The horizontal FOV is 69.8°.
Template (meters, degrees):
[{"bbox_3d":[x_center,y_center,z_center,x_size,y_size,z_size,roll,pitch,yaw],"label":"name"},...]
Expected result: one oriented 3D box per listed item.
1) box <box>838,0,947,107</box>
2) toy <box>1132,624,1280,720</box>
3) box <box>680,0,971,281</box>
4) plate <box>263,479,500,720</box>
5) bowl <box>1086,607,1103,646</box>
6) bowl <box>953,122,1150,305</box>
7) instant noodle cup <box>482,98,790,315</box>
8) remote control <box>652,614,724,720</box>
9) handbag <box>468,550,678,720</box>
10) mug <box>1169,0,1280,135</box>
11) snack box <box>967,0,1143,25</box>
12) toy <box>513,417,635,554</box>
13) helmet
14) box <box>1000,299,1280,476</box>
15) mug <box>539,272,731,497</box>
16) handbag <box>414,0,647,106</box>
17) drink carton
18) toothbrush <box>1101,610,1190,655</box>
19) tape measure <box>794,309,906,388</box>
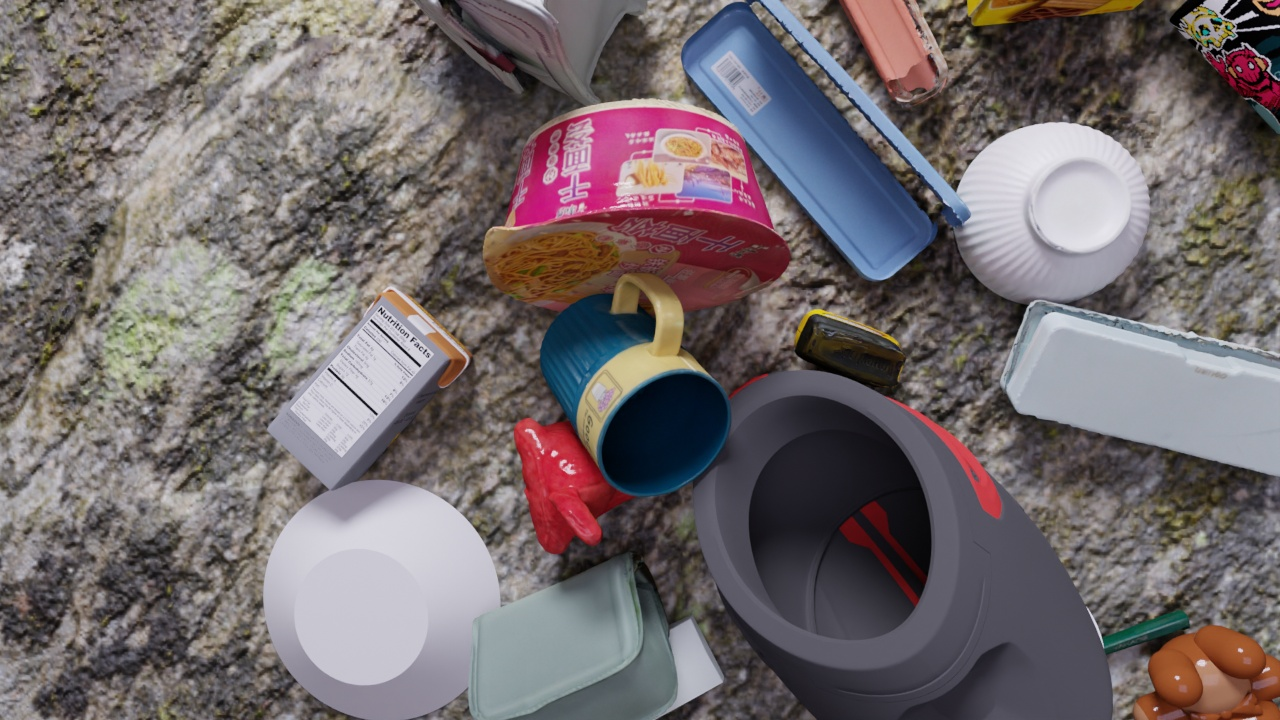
[{"bbox_3d":[0.141,-0.249,0.595,0.058,0.062,0.188,-25,93,31],"label":"box"},{"bbox_3d":[0.368,0.230,0.576,0.095,0.065,0.127,-26,95,12],"label":"toy"},{"bbox_3d":[0.110,-0.143,0.581,0.074,0.077,0.209,-42,87,9],"label":"box"},{"bbox_3d":[-0.187,0.172,0.636,0.174,0.036,0.174,0,93,5],"label":"plate"},{"bbox_3d":[0.242,0.188,0.583,0.110,0.040,0.110,-2,79,10],"label":"bowl"},{"bbox_3d":[0.262,-0.093,0.570,0.118,0.062,0.118,0,92,5],"label":"bowl"},{"bbox_3d":[-0.003,-0.089,0.551,0.179,0.179,0.077,-3,76,5],"label":"instant noodle cup"},{"bbox_3d":[-0.018,0.230,0.629,0.143,0.024,0.049,-27,90,6],"label":"remote control"},{"bbox_3d":[-0.042,0.190,0.593,0.122,0.106,0.067,-26,124,6],"label":"handbag"},{"bbox_3d":[0.397,-0.210,0.551,0.117,0.082,0.098,-42,88,-22],"label":"mug"},{"bbox_3d":[0.260,-0.261,0.563,0.106,0.061,0.083,-4,92,6],"label":"snack box"},{"bbox_3d":[-0.029,0.069,0.577,0.094,0.133,0.088,-16,101,-4],"label":"toy"},{"bbox_3d":[0.149,0.131,0.529,0.164,0.170,0.264,-42,46,10],"label":"helmet"},{"bbox_3d":[0.332,0.022,0.571,0.199,0.066,0.083,12,96,0],"label":"box"},{"bbox_3d":[-0.003,0.003,0.539,0.083,0.107,0.114,-3,121,-24],"label":"mug"},{"bbox_3d":[-0.082,-0.222,0.529,0.142,0.198,0.096,25,96,4],"label":"handbag"},{"bbox_3d":[-0.182,0.020,0.623,0.076,0.048,0.125,43,95,2],"label":"drink carton"},{"bbox_3d":[0.268,0.206,0.605,0.190,0.016,0.017,-23,72,6],"label":"toothbrush"},{"bbox_3d":[0.131,-0.006,0.586,0.065,0.064,0.037,19,101,-5],"label":"tape measure"}]
